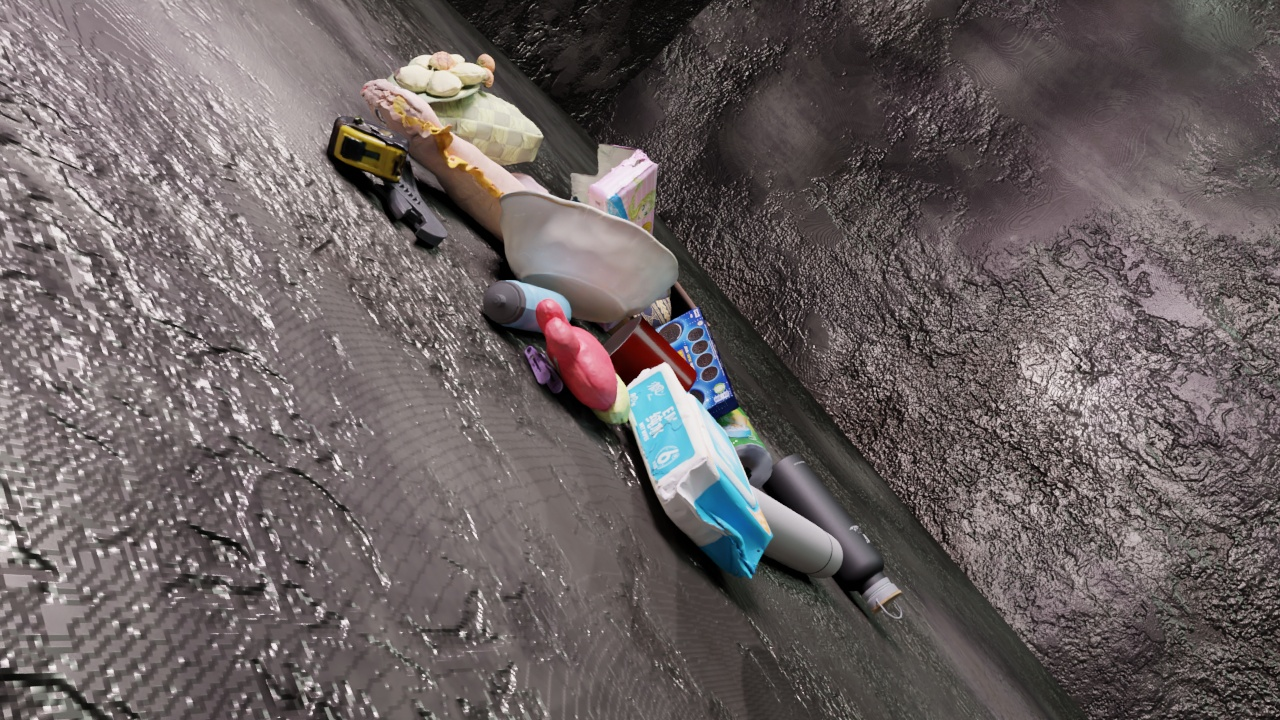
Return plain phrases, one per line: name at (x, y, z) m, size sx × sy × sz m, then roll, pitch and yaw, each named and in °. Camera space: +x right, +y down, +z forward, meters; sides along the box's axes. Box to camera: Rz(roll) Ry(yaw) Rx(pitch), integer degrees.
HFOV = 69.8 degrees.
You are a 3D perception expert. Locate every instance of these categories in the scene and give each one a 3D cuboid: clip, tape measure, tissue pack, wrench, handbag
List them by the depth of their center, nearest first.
tape measure at (-0.225, -0.180, 0.764) m, size 0.062 × 0.038 × 0.067 m, roll 17°, pitch 21°, yaw -17°
clip at (-0.084, 0.006, 0.767) m, size 0.036 × 0.013 × 0.053 m, roll 42°, pitch 9°, yaw -30°
tissue pack at (0.047, 0.092, 0.804) m, size 0.117 × 0.066 × 0.209 m, roll 51°, pitch 9°, yaw -27°
wrench at (-0.223, -0.176, 0.865) m, size 0.073 × 0.018 × 0.273 m, roll 41°, pitch 11°, yaw -33°
handbag at (-0.196, -0.286, 1.032) m, size 0.186 × 0.117 × 0.113 m, roll 2°, pitch 32°, yaw -39°

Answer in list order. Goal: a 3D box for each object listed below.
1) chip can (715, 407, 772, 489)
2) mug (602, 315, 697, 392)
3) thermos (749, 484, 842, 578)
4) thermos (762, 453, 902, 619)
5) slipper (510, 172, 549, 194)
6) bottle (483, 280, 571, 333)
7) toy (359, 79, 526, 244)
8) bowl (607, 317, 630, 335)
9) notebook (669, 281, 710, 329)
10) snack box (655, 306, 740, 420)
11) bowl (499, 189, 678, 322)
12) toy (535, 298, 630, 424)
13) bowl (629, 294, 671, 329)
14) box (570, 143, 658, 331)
chip can at (0.077, 0.062, 1.033) m, size 0.075 × 0.075 × 0.223 m, roll 41°, pitch 13°, yaw -32°
mug at (-0.002, 0.018, 0.915) m, size 0.082 × 0.073 × 0.105 m, roll 45°, pitch 39°, yaw -12°
thermos at (0.144, 0.177, 0.929) m, size 0.224 × 0.052 × 0.052 m, roll 35°, pitch 16°, yaw -49°
thermos at (0.242, 0.221, 1.131) m, size 0.231 × 0.061 × 0.061 m, roll 53°, pitch 12°, yaw 27°
slipper at (-0.145, -0.193, 1.110) m, size 0.239 × 0.064 × 0.094 m, roll 49°, pitch 11°, yaw 20°
bottle at (-0.100, -0.047, 0.812) m, size 0.040 × 0.040 × 0.130 m, roll 50°, pitch 11°, yaw 12°
toy at (-0.162, -0.183, 0.921) m, size 0.196 × 0.065 × 0.264 m, roll 32°, pitch -6°, yaw 18°
bowl at (-0.039, -0.066, 1.162) m, size 0.102 × 0.026 × 0.114 m, roll 33°, pitch 17°, yaw -52°
notebook at (0.045, -0.050, 1.251) m, size 0.209 × 0.008 × 0.142 m, roll -122°, pitch -156°, yaw -46°
snack box at (0.050, 0.012, 1.010) m, size 0.027 × 0.082 × 0.150 m, roll 52°, pitch 14°, yaw -41°
bowl at (-0.059, -0.087, 0.919) m, size 0.189 × 0.060 × 0.219 m, roll 1°, pitch -23°, yaw 42°
toy at (-0.049, 0.003, 0.786) m, size 0.135 × 0.045 × 0.091 m, roll 56°, pitch -3°, yaw -37°
bowl at (0.003, -0.082, 1.214) m, size 0.112 × 0.061 × 0.112 m, roll 53°, pitch -5°, yaw 7°
box at (-0.043, -0.144, 1.031) m, size 0.097 × 0.085 × 0.231 m, roll 36°, pitch -28°, yaw 20°
